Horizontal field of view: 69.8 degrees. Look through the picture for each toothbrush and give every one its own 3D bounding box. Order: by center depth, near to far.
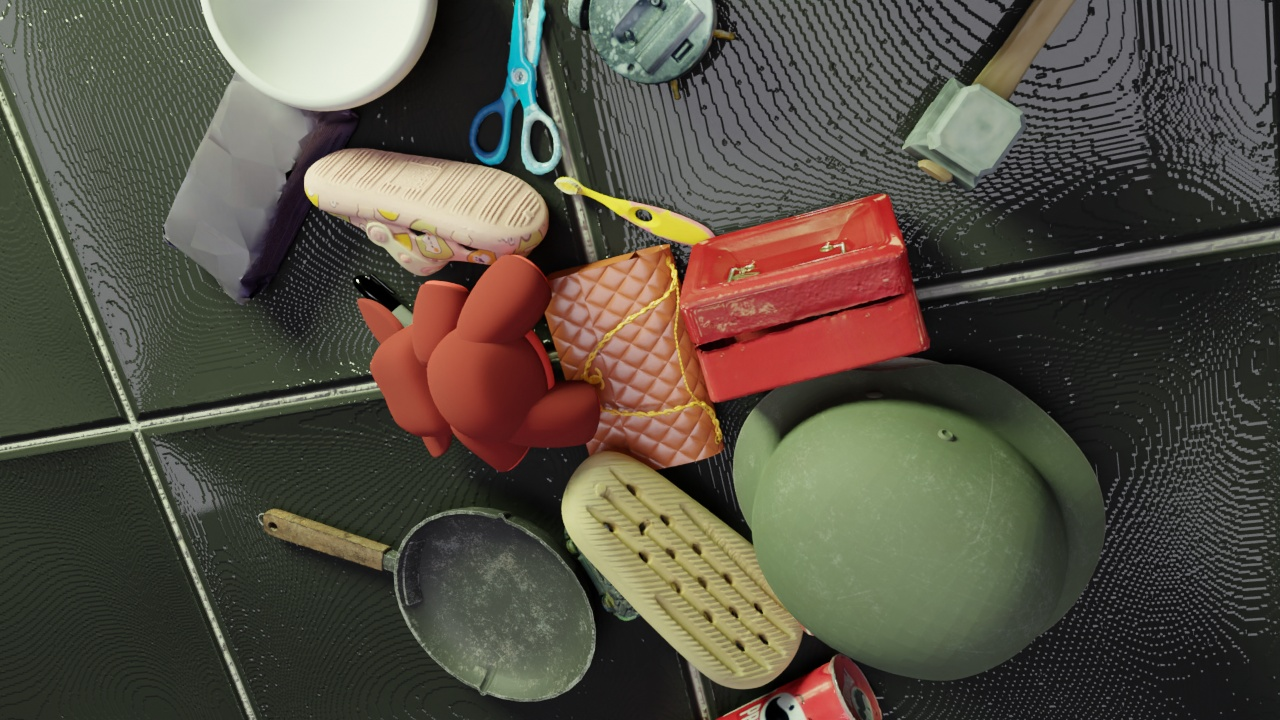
[{"bbox_3d":[-0.005,-0.116,0.717,0.135,0.016,0.021,22,110,6],"label":"toothbrush"}]

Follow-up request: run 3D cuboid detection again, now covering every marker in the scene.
[{"bbox_3d":[-0.191,-0.028,0.791,0.138,0.016,0.022,40,108,-4],"label":"marker"}]

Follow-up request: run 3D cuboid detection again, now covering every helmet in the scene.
[{"bbox_3d":[0.175,0.119,0.633,0.268,0.153,0.227,28,110,17],"label":"helmet"}]

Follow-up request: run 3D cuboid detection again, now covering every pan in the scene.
[{"bbox_3d":[-0.201,0.197,0.857,0.357,0.040,0.208,18,117,15],"label":"pan"}]

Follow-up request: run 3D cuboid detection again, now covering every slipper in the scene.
[{"bbox_3d":[-0.167,-0.111,0.727,0.197,0.093,0.082,16,131,9],"label":"slipper"},{"bbox_3d":[0.026,0.176,0.758,0.261,0.111,0.079,44,149,-20],"label":"slipper"}]

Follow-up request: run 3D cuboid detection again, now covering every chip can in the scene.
[{"bbox_3d":[0.097,0.345,0.820,0.233,0.073,0.073,-36,97,22],"label":"chip can"}]

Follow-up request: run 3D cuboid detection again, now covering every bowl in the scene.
[{"bbox_3d":[-0.230,-0.275,0.683,0.177,0.066,0.177,1,101,7],"label":"bowl"}]

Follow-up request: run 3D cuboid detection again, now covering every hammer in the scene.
[{"bbox_3d":[0.279,-0.255,0.568,0.051,0.117,0.323,33,104,1],"label":"hammer"}]

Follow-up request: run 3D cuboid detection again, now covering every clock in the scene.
[{"bbox_3d":[0.001,-0.252,0.650,0.129,0.052,0.090,45,112,-5],"label":"clock"}]

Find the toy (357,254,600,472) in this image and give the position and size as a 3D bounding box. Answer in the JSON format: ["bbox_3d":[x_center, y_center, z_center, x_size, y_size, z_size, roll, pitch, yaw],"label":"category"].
[{"bbox_3d":[-0.137,0.008,0.724,0.198,0.120,0.158,-5,116,46],"label":"toy"}]

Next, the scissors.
[{"bbox_3d":[-0.099,-0.215,0.708,0.083,0.015,0.140,8,112,13],"label":"scissors"}]

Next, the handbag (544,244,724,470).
[{"bbox_3d":[-0.005,0.004,0.737,0.109,0.060,0.172,-13,105,13],"label":"handbag"}]

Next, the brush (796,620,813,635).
[{"bbox_3d":[0.116,0.151,0.753,0.041,0.030,0.172,-12,97,48],"label":"brush"}]

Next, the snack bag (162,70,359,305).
[{"bbox_3d":[-0.321,-0.150,0.757,0.096,0.058,0.206,36,111,-1],"label":"snack bag"}]

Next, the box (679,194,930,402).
[{"bbox_3d":[0.120,-0.030,0.656,0.157,0.136,0.123,-12,111,17],"label":"box"}]

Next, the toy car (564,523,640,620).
[{"bbox_3d":[-0.025,0.178,0.813,0.048,0.032,0.105,-37,84,23],"label":"toy car"}]

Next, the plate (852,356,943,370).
[{"bbox_3d":[0.204,0.089,0.719,0.182,0.034,0.182,4,105,16],"label":"plate"}]
